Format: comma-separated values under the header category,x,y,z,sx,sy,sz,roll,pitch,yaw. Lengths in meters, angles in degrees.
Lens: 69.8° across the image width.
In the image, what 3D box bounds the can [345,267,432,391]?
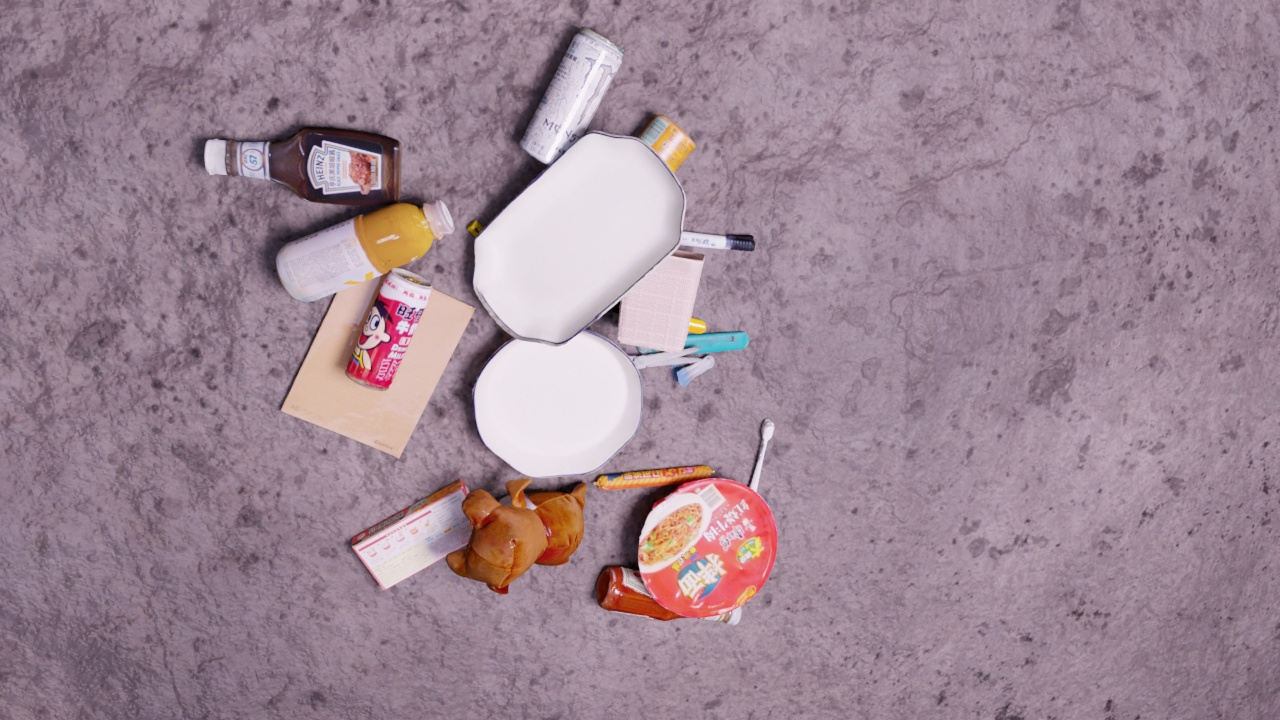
category,x,y,z,sx,sy,sz,roll,pitch,yaw
can,-0.284,-0.035,1.037,0.053,0.053,0.133,23,102,-20

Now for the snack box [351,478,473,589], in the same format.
category,x,y,z,sx,sy,sz,roll,pitch,yaw
snack box,-0.275,0.220,1.159,0.156,0.027,0.077,-28,114,-2

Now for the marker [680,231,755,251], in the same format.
category,x,y,z,sx,sy,sz,roll,pitch,yaw
marker,0.077,-0.148,1.115,0.130,0.018,0.022,4,100,-16

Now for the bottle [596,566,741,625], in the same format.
category,x,y,z,sx,sy,sz,roll,pitch,yaw
bottle,0.043,0.329,1.259,0.206,0.059,0.060,16,105,-19

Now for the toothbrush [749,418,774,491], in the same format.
category,x,y,z,sx,sy,sz,roll,pitch,yaw
toothbrush,0.155,0.163,1.250,0.016,0.016,0.180,7,110,-11

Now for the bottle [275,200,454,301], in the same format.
category,x,y,z,sx,sy,sz,roll,pitch,yaw
bottle,-0.296,-0.123,0.993,0.189,0.068,0.068,-20,113,4

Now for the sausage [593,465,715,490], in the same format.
category,x,y,z,sx,sy,sz,roll,pitch,yaw
sausage,0.019,0.155,1.209,0.165,0.021,0.021,-4,110,-12

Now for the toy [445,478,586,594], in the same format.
category,x,y,z,sx,sy,sz,roll,pitch,yaw
toy,-0.144,0.211,1.132,0.199,0.130,0.140,-4,120,-49

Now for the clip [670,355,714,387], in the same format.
category,x,y,z,sx,sy,sz,roll,pitch,yaw
clip,0.069,0.009,1.171,0.058,0.045,0.027,-25,112,-10

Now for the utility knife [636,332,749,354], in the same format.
category,x,y,z,sx,sy,sz,roll,pitch,yaw
utility knife,0.066,-0.022,1.160,0.151,0.012,0.029,-4,113,-12

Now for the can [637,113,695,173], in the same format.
category,x,y,z,sx,sy,sz,roll,pitch,yaw
can,-0.004,-0.209,1.050,0.058,0.058,0.146,38,98,-23

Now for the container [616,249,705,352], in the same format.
category,x,y,z,sx,sy,sz,roll,pitch,yaw
container,0.021,-0.074,1.074,0.090,0.090,0.111,10,102,4

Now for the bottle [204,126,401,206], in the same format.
category,x,y,z,sx,sy,sz,roll,pitch,yaw
bottle,-0.355,-0.208,0.975,0.194,0.044,0.080,2,112,-13

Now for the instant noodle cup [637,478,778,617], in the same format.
category,x,y,z,sx,sy,sz,roll,pitch,yaw
instant noodle cup,0.083,0.240,1.222,0.193,0.066,0.194,-3,102,-14

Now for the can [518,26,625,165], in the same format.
category,x,y,z,sx,sy,sz,roll,pitch,yaw
can,-0.076,-0.285,1.005,0.058,0.058,0.147,26,102,-21

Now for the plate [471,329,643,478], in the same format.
category,x,y,z,sx,sy,sz,roll,pitch,yaw
plate,-0.100,0.047,1.117,0.205,0.045,0.205,-3,114,-6

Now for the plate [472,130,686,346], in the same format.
category,x,y,z,sx,sy,sz,roll,pitch,yaw
plate,-0.068,-0.132,1.016,0.266,0.034,0.162,-40,90,19

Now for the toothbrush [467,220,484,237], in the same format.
category,x,y,z,sx,sy,sz,roll,pitch,yaw
toothbrush,-0.133,-0.092,1.084,0.016,0.016,0.190,-42,113,4

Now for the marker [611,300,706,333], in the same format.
category,x,y,z,sx,sy,sz,roll,pitch,yaw
marker,0.023,-0.054,1.138,0.123,0.015,0.018,13,104,-15

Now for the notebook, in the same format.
category,x,y,z,sx,sy,sz,roll,pitch,yaw
notebook,-0.309,-0.002,1.079,0.149,0.012,0.212,25,101,-20

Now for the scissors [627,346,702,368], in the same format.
category,x,y,z,sx,sy,sz,roll,pitch,yaw
scissors,-0.010,-0.007,1.139,0.174,0.012,0.125,-33,112,6
